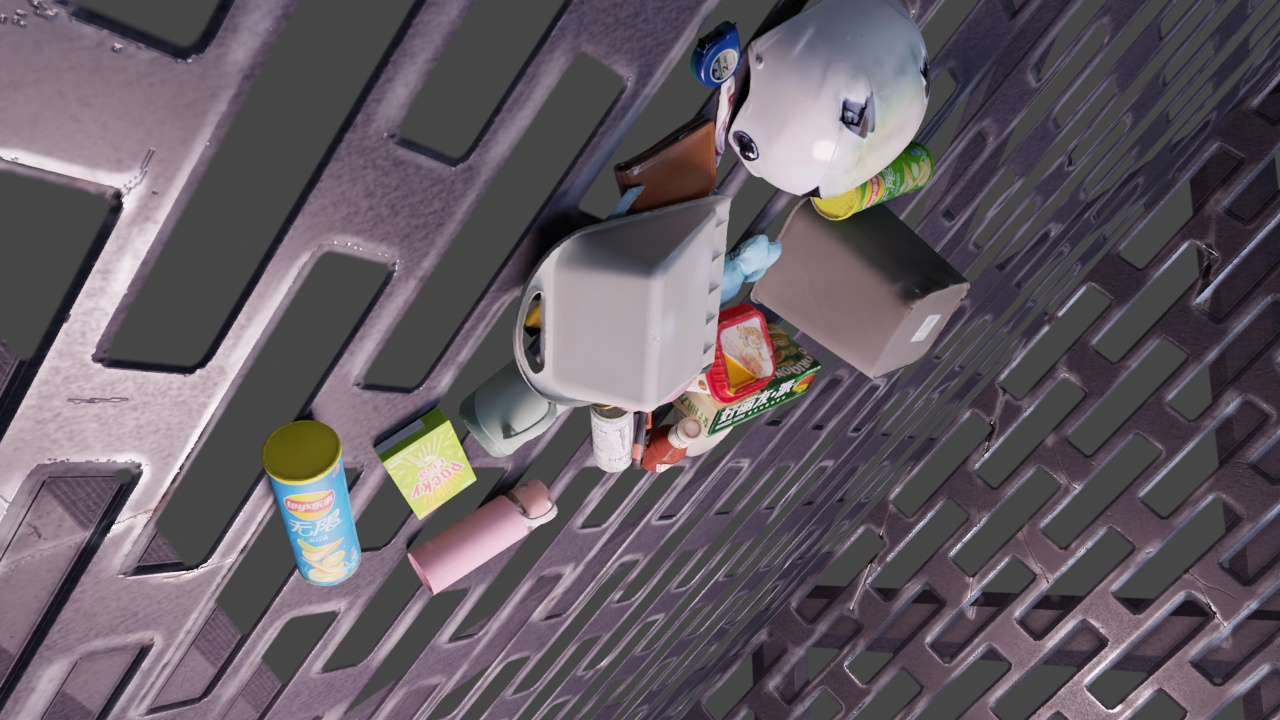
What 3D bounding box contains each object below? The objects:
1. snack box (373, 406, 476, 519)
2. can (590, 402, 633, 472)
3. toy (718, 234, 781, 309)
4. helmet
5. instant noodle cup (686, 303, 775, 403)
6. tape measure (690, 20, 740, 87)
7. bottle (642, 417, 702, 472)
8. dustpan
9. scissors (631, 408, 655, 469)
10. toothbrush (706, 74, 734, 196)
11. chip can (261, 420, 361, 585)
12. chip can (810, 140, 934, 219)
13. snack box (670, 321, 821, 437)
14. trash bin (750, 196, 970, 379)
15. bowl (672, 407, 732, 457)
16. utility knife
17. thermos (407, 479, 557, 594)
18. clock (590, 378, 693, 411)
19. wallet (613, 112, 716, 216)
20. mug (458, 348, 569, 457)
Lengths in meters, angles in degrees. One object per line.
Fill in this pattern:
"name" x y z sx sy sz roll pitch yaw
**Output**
"snack box" -0.245 0.122 1.063 0.085 0.026 0.157 -34 152 -18
"can" -0.039 0.097 1.276 0.058 0.058 0.147 -33 151 -21
"toy" 0.112 -0.106 1.203 0.156 0.050 0.161 -49 158 19
"helmet" 0.228 -0.276 1.016 0.228 0.146 0.259 -32 151 -21
"instant noodle cup" 0.097 -0.008 1.223 0.116 0.124 0.116 -21 101 -38
"tape measure" 0.074 -0.299 0.904 0.054 0.025 0.058 -37 148 -10
"bottle" 0.045 0.121 1.347 0.059 0.060 0.206 -33 175 -21
"dustpan" -0.016 -0.058 1.001 0.257 0.143 0.223 -45 144 -57
"scissors" 0.010 0.056 1.286 0.213 0.015 0.197 39 62 -82
"toothbrush" 0.090 -0.238 1.022 0.016 0.017 0.188 -32 151 -24
"chip can" -0.332 0.151 0.937 0.071 0.071 0.211 -28 149 -29
"chip can" 0.321 -0.248 1.249 0.220 0.072 0.073 -25 147 -42
"snack box" 0.150 0.023 1.370 0.239 0.114 0.063 -20 144 -40
"trash bin" 0.315 -0.108 1.297 0.198 0.220 0.199 -17 141 -43
"bowl" 0.094 0.088 1.437 0.116 0.066 0.117 -32 151 -20
"utility knife" -0.064 -0.106 0.984 0.033 0.015 0.219 6 131 -52
"thermos" -0.202 0.233 1.217 0.198 0.087 0.067 -29 116 -24
"clock" -0.007 0.007 1.133 0.158 0.117 0.060 -37 142 -19
"wallet" 0.029 -0.198 0.984 0.124 0.032 0.101 -36 149 -17
"mug" -0.138 0.057 1.026 0.106 0.112 0.082 -39 126 -6
